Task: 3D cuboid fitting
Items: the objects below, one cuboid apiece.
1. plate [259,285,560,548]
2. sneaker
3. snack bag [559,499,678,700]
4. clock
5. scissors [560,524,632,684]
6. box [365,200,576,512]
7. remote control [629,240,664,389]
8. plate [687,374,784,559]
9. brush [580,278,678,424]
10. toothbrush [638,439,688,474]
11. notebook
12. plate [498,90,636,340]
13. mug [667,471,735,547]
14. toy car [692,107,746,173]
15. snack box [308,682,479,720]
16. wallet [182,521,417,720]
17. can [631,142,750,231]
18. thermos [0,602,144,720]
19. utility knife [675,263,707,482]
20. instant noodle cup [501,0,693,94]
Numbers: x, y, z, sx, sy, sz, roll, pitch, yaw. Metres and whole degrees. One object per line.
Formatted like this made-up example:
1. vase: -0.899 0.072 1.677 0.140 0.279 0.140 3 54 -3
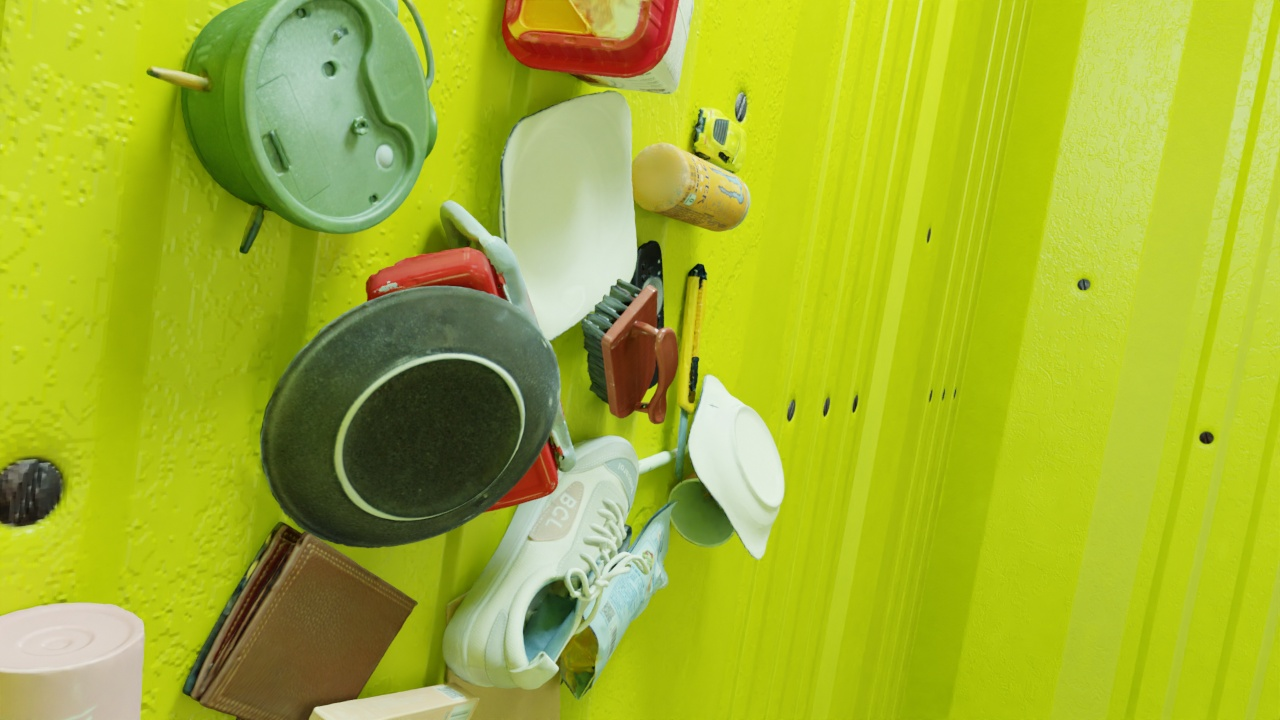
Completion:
1. plate: -0.123 0.041 0.529 0.179 0.024 0.180 -19 129 -26
2. sneaker: -0.048 0.145 0.705 0.241 0.091 0.089 -55 130 -41
3. snack bag: -0.012 0.215 0.848 0.190 0.039 0.110 -43 136 -55
4. clock: -0.155 -0.133 0.461 0.160 0.056 0.116 -52 143 -40
5. scissors: -0.049 0.196 0.814 0.180 0.014 0.159 -43 137 -55
6. box: -0.105 -0.002 0.607 0.100 0.095 0.202 -106 -178 -51
7. remote control: 0.002 -0.040 0.820 0.053 0.024 0.136 -31 125 -52
8. plate: 0.109 0.103 0.949 0.163 0.034 0.163 57 28 -22
9. brush: -0.004 0.004 0.743 0.063 0.069 0.146 -50 160 -25
10. toothbrush: 0.019 0.097 0.910 0.020 0.029 0.189 -44 164 27
11. notebook: -0.108 0.261 0.747 0.147 0.008 0.208 -22 119 -57
12. plate: -0.057 -0.108 0.674 0.163 0.034 0.164 -38 132 -50
13. mug: 0.088 0.140 1.001 0.122 0.078 0.078 -36 131 -59
14. toy car: 0.083 -0.213 0.897 0.105 0.032 0.048 9 92 -64
15. snack box: -0.167 0.255 0.583 0.084 0.026 0.157 -64 156 -4
16. wallet: -0.192 0.163 0.533 0.101 0.032 0.124 -63 148 -21
17. can: 0.047 -0.152 0.825 0.145 0.058 0.058 0 100 -62
18. thermos: -0.263 0.209 0.390 0.087 0.067 0.199 4 100 -30
19. utility knife: 0.050 0.013 0.919 0.033 0.015 0.223 4 91 -59
20. instant noodle cup: -0.018 -0.240 0.627 0.124 0.116 0.116 8 93 -73
